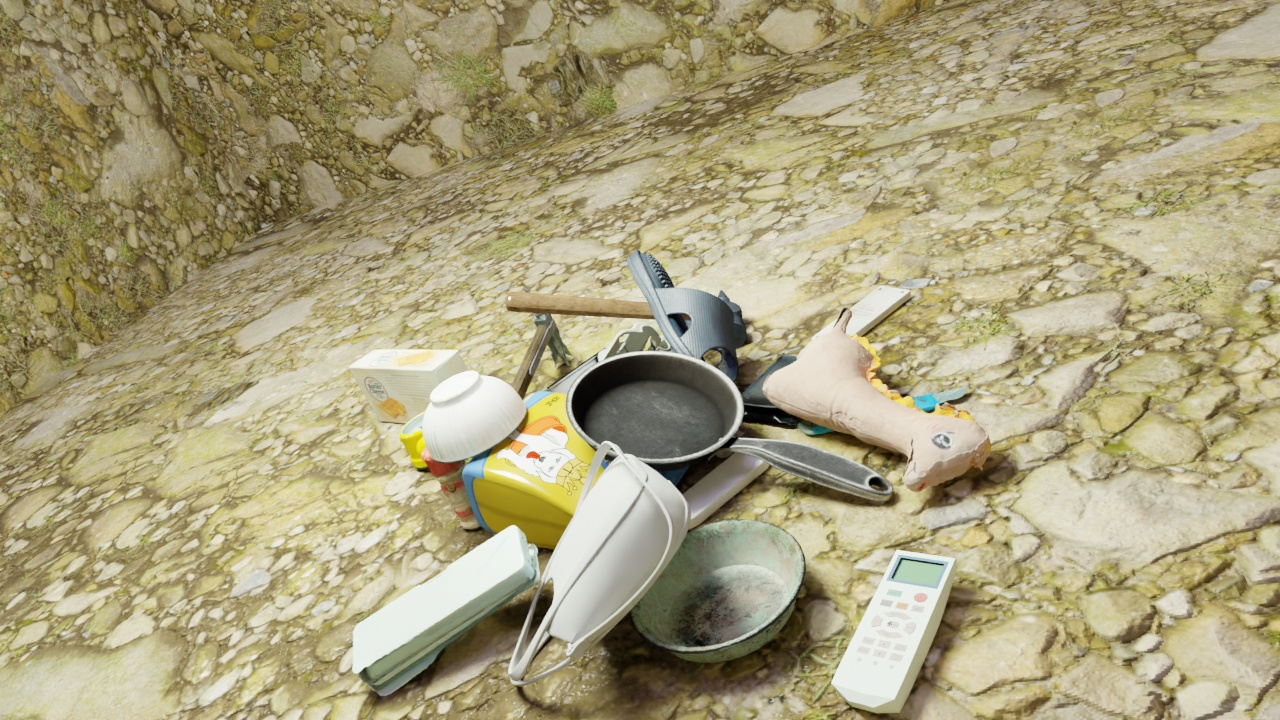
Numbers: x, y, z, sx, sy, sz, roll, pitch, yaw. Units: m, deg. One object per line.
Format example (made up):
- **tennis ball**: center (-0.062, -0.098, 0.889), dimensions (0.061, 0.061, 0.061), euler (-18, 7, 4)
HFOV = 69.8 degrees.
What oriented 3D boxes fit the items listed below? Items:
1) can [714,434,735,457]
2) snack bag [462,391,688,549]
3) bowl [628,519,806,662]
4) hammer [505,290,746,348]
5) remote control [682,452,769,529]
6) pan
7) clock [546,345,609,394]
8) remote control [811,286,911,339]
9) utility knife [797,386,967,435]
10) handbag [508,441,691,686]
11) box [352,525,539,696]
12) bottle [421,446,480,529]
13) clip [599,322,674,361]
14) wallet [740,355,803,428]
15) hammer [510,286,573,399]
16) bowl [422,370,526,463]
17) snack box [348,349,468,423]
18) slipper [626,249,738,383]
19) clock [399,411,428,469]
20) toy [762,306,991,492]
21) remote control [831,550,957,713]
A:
- **can**: center (0.077, 0.080, 1.029), dimensions (0.031, 0.031, 0.080), euler (-28, 26, -12)
- **snack bag**: center (-0.063, 0.126, 0.994), dimensions (0.205, 0.102, 0.158), euler (11, 39, 27)
- **bowl**: center (0.070, 0.203, 0.789), dimensions (0.157, 0.038, 0.157), euler (-18, 26, 9)
- **hammer**: center (-0.022, -0.070, 1.249), dimensions (0.321, 0.040, 0.129), euler (4, 27, -5)
- **remote control**: center (0.081, 0.131, 0.950), dimensions (0.136, 0.013, 0.043), euler (-35, 28, -24)
- **pan**: center (0.084, 0.078, 0.937), dimensions (0.357, 0.055, 0.186), euler (23, 42, 27)
- **clock**: center (-0.067, 0.017, 1.220), dimensions (0.123, 0.035, 0.094), euler (-34, 2, 10)
- **remote control**: center (0.278, -0.054, 1.150), dimensions (0.135, 0.011, 0.050), euler (-35, 28, -24)
- **utility knife**: center (0.252, 0.053, 0.962), dimensions (0.179, 0.015, 0.031), euler (-14, 31, 15)
- **handbag**: center (-0.052, 0.189, 0.796), dimensions (0.222, 0.095, 0.216), euler (-54, 8, -1)
- **box**: center (-0.186, 0.238, 0.878), dimensions (0.199, 0.066, 0.083), euler (-34, 9, 3)
- **bottle**: center (-0.210, 0.141, 1.054), dimensions (0.044, 0.109, 0.044), euler (-21, 22, 9)
- **clip**: center (0.002, 0.018, 1.146), dimensions (0.152, 0.096, 0.126), euler (-1, -43, -50)
- **wallet**: center (0.169, 0.031, 1.058), dimensions (0.089, 0.026, 0.114), euler (4, 36, 46)
- **hammer**: center (-0.169, 0.046, 1.220), dimensions (0.028, 0.147, 0.315), euler (-6, 40, 22)
- **bowl**: center (-0.191, 0.053, 1.006), dimensions (0.118, 0.062, 0.118), euler (-20, 24, 9)
- **snack box**: center (-0.331, 0.039, 1.357), dimensions (0.208, 0.104, 0.057), euler (1, 34, 40)
- **slipper**: center (0.065, -0.058, 1.127), dimensions (0.082, 0.101, 0.263), euler (-36, 52, 10)
- **clock**: center (-0.274, 0.105, 1.237), dimensions (0.083, 0.057, 0.119), euler (-38, 23, -30)
- **toy**: center (0.245, 0.030, 0.922), dimensions (0.195, 0.065, 0.265), euler (-46, 36, -21)
- **remote control**: center (0.195, 0.206, 0.696), dimensions (0.050, 0.024, 0.143), euler (0, 36, 40)
